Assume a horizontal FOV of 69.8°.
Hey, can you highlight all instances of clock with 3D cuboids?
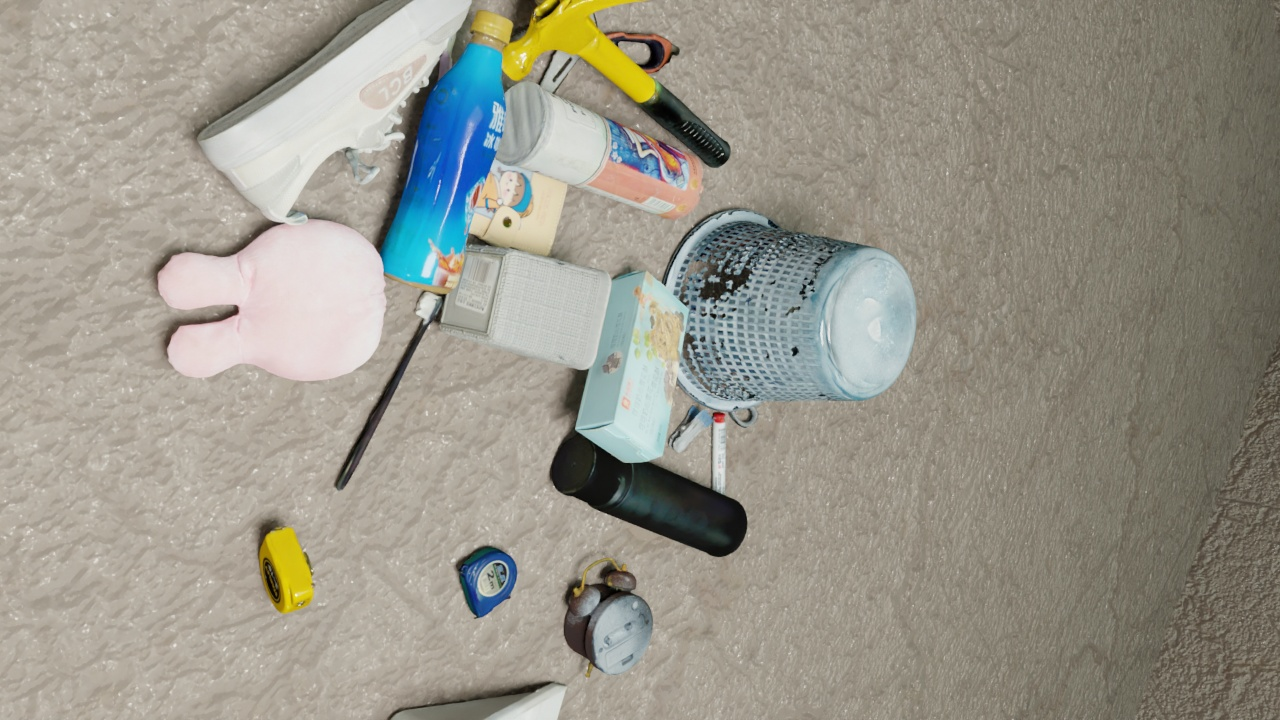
[{"bbox_3d":[-0.034,0.261,0.938,0.081,0.055,0.122,-19,109,-39],"label":"clock"}]

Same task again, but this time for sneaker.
[{"bbox_3d":[-0.199,-0.193,0.677,0.241,0.090,0.091,-49,128,-24],"label":"sneaker"}]

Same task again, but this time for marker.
[{"bbox_3d":[0.090,0.131,1.055,0.017,0.017,0.145,-10,104,-41],"label":"marker"}]

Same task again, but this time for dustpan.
[{"bbox_3d":[-0.150,0.413,0.802,0.257,0.143,0.222,20,84,-42],"label":"dustpan"}]

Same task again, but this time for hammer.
[{"bbox_3d":[0.005,-0.250,0.850,0.300,0.129,0.032,22,39,-56],"label":"hammer"}]

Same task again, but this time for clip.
[{"bbox_3d":[0.053,0.077,1.009,0.058,0.043,0.027,-45,128,-18],"label":"clip"}]

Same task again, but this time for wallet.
[{"bbox_3d":[-0.119,-0.140,0.807,0.115,0.024,0.087,17,81,-45],"label":"wallet"}]

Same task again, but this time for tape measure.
[{"bbox_3d":[-0.141,0.201,0.848,0.054,0.025,0.058,-30,121,-37],"label":"tape measure"},{"bbox_3d":[-0.268,0.162,0.700,0.028,0.057,0.060,-14,67,-38],"label":"tape measure"}]

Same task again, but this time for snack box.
[{"bbox_3d":[-0.005,0.005,0.882,0.074,0.052,0.174,39,50,-40],"label":"snack box"}]

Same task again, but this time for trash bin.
[{"bbox_3d":[0.164,-0.045,0.955,0.226,0.195,0.226,-6,100,-36],"label":"trash bin"}]

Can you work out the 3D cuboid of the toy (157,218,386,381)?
[{"bbox_3d":[-0.263,-0.041,0.670,0.159,0.054,0.121,-8,102,-37],"label":"toy"}]

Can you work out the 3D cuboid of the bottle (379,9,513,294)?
[{"bbox_3d":[-0.147,-0.164,0.723,0.065,0.065,0.219,12,100,-43],"label":"bottle"}]

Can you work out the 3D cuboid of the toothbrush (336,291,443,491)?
[{"bbox_3d":[-0.209,0.024,0.758,0.018,0.016,0.181,32,75,-35],"label":"toothbrush"}]

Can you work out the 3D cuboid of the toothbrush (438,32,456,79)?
[{"bbox_3d":[-0.154,-0.283,0.748,0.029,0.020,0.189,1,97,-36],"label":"toothbrush"}]

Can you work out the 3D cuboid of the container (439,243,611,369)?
[{"bbox_3d":[-0.101,-0.048,0.787,0.114,0.090,0.090,12,89,-48],"label":"container"}]

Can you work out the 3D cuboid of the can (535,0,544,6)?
[{"bbox_3d":[-0.079,-0.346,0.769,0.058,0.059,0.116,-44,116,-28],"label":"can"}]

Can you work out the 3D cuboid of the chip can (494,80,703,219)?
[{"bbox_3d":[-0.032,-0.184,0.835,0.214,0.071,0.071,9,91,-48],"label":"chip can"}]

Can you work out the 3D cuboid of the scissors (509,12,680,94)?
[{"bbox_3d":[-0.040,-0.313,0.851,0.226,0.015,0.189,-3,100,-43],"label":"scissors"}]

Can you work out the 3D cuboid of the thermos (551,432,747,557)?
[{"bbox_3d":[0.020,0.133,0.952,0.242,0.068,0.090,31,82,-42],"label":"thermos"}]

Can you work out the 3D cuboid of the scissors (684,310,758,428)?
[{"bbox_3d":[0.100,0.004,1.043,0.159,0.014,0.181,-37,119,-32],"label":"scissors"}]
